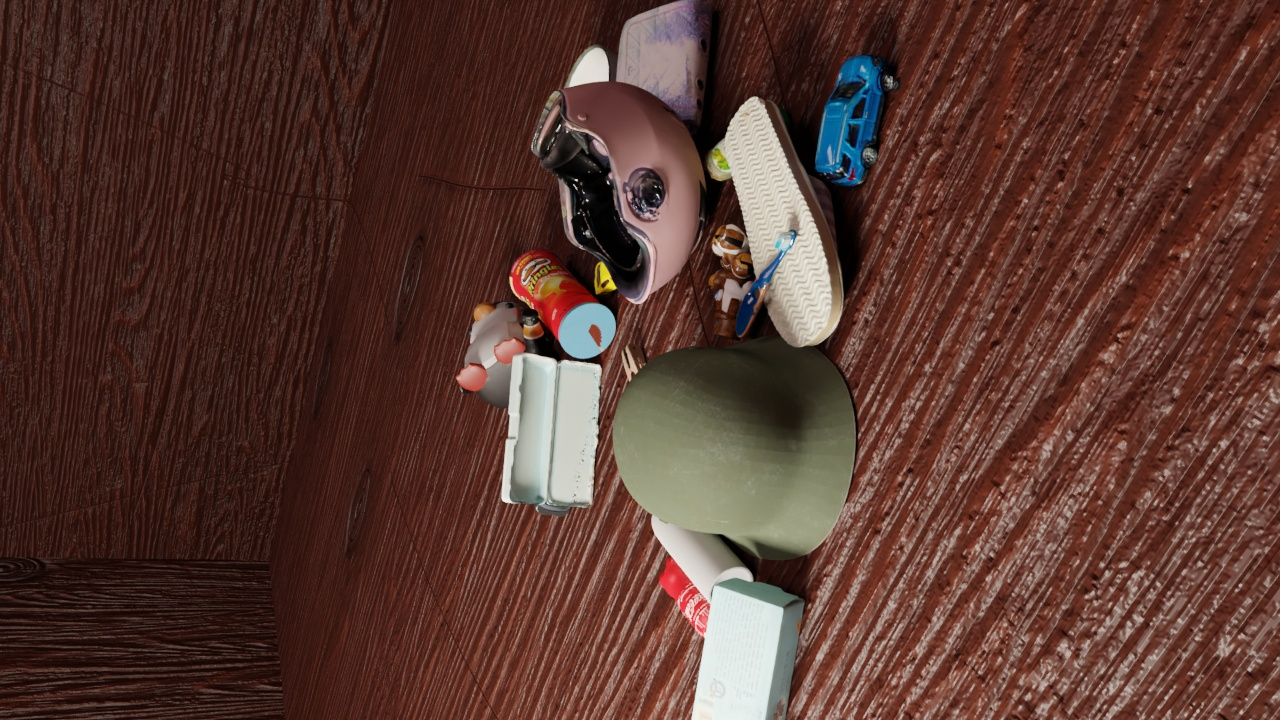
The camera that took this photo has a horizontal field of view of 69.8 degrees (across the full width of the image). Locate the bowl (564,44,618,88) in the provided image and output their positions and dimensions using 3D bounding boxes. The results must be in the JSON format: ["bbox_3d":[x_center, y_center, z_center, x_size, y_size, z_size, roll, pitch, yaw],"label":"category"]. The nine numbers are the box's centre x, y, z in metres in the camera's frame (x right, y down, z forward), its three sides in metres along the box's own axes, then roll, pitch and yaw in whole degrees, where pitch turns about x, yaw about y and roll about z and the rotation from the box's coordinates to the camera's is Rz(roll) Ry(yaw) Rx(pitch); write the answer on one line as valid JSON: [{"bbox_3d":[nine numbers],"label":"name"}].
[{"bbox_3d":[-0.051,-0.352,1.275,0.154,0.072,0.153,-19,67,57],"label":"bowl"}]

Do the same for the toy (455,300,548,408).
[{"bbox_3d":[-0.209,-0.017,1.451,0.159,0.140,0.183,-33,37,13],"label":"toy"}]

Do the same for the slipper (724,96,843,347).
[{"bbox_3d":[0.144,-0.137,0.898,0.115,0.052,0.262,-46,52,54],"label":"slipper"}]

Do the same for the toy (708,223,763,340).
[{"bbox_3d":[0.098,-0.080,0.960,0.087,0.067,0.112,-2,-72,-89],"label":"toy"}]

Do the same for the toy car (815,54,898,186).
[{"bbox_3d":[0.195,-0.222,0.846,0.056,0.043,0.120,24,104,60],"label":"toy car"}]

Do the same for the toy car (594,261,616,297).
[{"bbox_3d":[-0.038,-0.119,1.243,0.107,0.030,0.049,-28,60,56],"label":"toy car"}]

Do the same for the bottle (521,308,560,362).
[{"bbox_3d":[-0.139,0.010,1.283,0.059,0.059,0.182,-130,26,-52],"label":"bottle"}]

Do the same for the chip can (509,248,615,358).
[{"bbox_3d":[-0.115,-0.085,1.312,0.213,0.087,0.087,46,123,53],"label":"chip can"}]

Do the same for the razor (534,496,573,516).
[{"bbox_3d":[-0.115,0.149,1.296,0.064,0.053,0.140,-175,95,-69],"label":"razor"}]

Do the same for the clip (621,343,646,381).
[{"bbox_3d":[-0.005,0.006,1.162,0.050,0.026,0.061,10,93,59],"label":"clip"}]

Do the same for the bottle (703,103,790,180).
[{"bbox_3d":[0.113,-0.235,0.994,0.111,0.043,0.043,-30,58,55],"label":"bottle"}]

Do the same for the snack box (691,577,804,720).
[{"bbox_3d":[0.099,0.299,0.862,0.075,0.053,0.174,10,93,36],"label":"snack box"}]

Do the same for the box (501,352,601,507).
[{"bbox_3d":[-0.120,0.094,1.225,0.044,0.136,0.197,-6,78,54],"label":"box"}]

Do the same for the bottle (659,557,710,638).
[{"bbox_3d":[0.065,0.257,0.962,0.141,0.041,0.042,42,120,55],"label":"bottle"}]

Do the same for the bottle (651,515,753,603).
[{"bbox_3d":[0.050,0.190,0.994,0.195,0.052,0.052,43,120,55],"label":"bottle"}]

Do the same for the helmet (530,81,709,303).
[{"bbox_3d":[-0.010,-0.202,1.062,0.255,0.152,0.230,65,162,0],"label":"helmet"}]

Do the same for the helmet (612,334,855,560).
[{"bbox_3d":[0.060,0.076,0.901,0.268,0.153,0.227,16,97,61],"label":"helmet"}]

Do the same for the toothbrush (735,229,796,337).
[{"bbox_3d":[0.116,-0.071,0.880,0.021,0.017,0.135,59,142,34],"label":"toothbrush"}]

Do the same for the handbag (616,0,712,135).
[{"bbox_3d":[0.035,-0.353,1.139,0.127,0.069,0.158,0,84,46],"label":"handbag"}]
